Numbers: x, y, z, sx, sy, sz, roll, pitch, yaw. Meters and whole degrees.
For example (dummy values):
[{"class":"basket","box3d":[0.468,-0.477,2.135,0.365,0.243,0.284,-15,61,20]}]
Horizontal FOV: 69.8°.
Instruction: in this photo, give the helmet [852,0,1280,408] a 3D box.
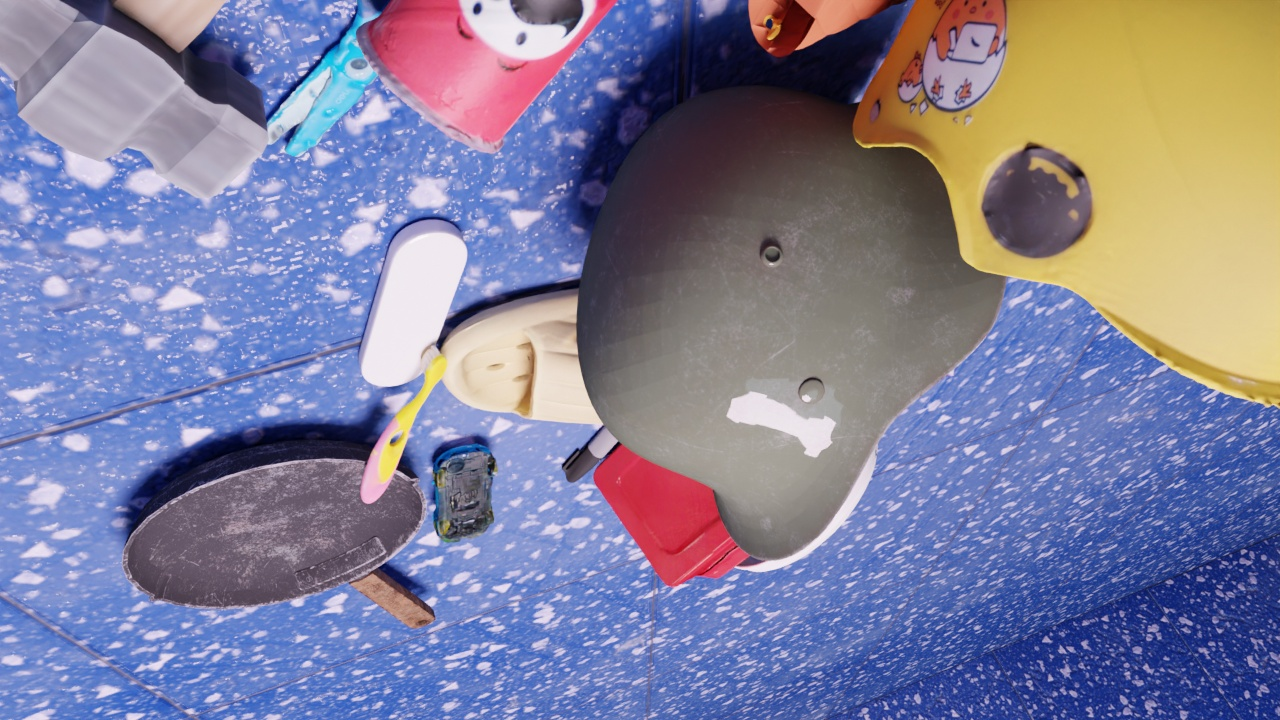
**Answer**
[{"class":"helmet","box3d":[0.218,-0.113,0.352,0.208,0.240,0.140,-17,144,-26]}]

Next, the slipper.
[{"class":"slipper","box3d":[-0.004,0.004,0.630,0.261,0.079,0.112,-12,149,-20]}]

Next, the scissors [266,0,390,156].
[{"class":"scissors","box3d":[-0.126,-0.139,0.402,0.141,0.015,0.083,-32,149,15]}]

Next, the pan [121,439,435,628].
[{"class":"pan","box3d":[-0.243,0.154,0.727,0.207,0.040,0.357,-24,149,-1]}]

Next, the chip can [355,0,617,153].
[{"class":"chip can","box3d":[-0.009,-0.187,0.341,0.233,0.073,0.073,-44,144,21]}]

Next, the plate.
[{"class":"plate","box3d":[0.146,0.118,0.815,0.034,0.182,0.183,41,117,-12]}]

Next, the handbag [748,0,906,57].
[{"class":"handbag","box3d":[0.127,-0.208,0.399,0.171,0.060,0.109,-31,161,-24]}]

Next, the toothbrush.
[{"class":"toothbrush","box3d":[-0.156,0.044,0.597,0.021,0.016,0.136,0,132,-45]}]

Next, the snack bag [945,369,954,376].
[{"class":"snack bag","box3d":[0.172,-0.054,0.645,0.058,0.096,0.205,8,170,39]}]

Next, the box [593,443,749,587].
[{"class":"box","box3d":[0.059,0.095,0.753,0.122,0.136,0.158,15,129,-47]}]

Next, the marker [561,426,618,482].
[{"class":"marker","box3d":[-0.026,0.058,0.753,0.022,0.016,0.139,25,126,-22]}]

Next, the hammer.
[{"class":"hammer","box3d":[-0.099,-0.187,0.312,0.323,0.051,0.117,-36,142,15]}]

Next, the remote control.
[{"class":"remote control","box3d":[-0.138,-0.031,0.549,0.043,0.013,0.137,-2,142,-32]}]

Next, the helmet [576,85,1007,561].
[{"class":"helmet","box3d":[0.048,-0.035,0.483,0.153,0.267,0.227,13,172,-21]}]

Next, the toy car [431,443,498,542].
[{"class":"toy car","box3d":[-0.140,0.102,0.722,0.048,0.032,0.106,-10,136,-21]}]
